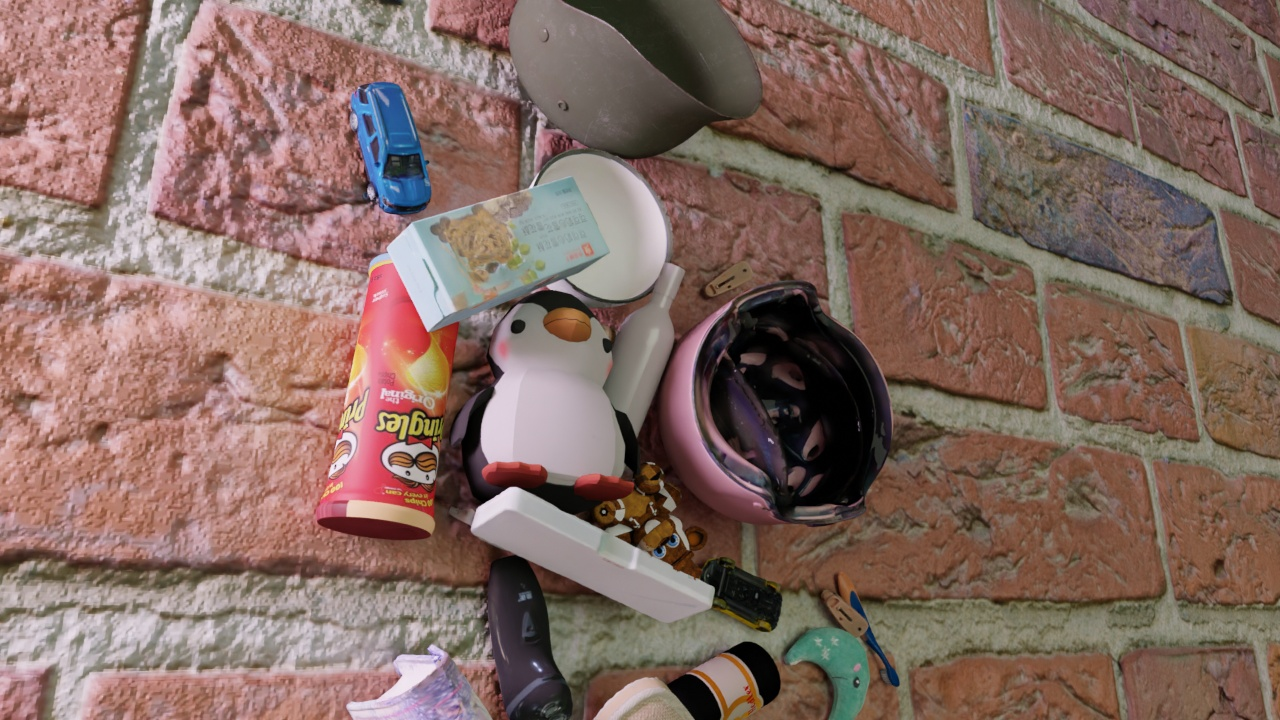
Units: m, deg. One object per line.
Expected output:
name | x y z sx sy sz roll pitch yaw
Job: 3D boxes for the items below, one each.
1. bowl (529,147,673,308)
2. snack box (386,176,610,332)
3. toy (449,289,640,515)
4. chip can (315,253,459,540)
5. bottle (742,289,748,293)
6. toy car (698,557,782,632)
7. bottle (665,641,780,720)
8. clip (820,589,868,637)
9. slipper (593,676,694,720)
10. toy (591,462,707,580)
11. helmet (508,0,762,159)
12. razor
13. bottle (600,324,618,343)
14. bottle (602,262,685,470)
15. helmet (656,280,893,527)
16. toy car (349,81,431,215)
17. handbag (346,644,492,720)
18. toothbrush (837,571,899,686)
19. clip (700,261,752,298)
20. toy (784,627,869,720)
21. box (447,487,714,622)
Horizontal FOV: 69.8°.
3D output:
bowl | -0.051 -0.117 0.873 0.153 0.073 0.153 11 70 -32
snack box | -0.110 -0.089 0.739 0.174 0.053 0.075 -27 92 -41
toy | -0.081 0.033 0.773 0.159 0.140 0.183 12 62 -22
chip can | -0.191 0.028 0.723 0.087 0.087 0.213 17 65 -29
bottle | 0.153 -0.017 1.000 0.041 0.042 0.141 -43 101 -36
toy car | 0.097 0.227 0.891 0.107 0.030 0.049 33 60 -24
bottle | 0.042 0.310 0.809 0.181 0.059 0.059 -16 84 -37
clip | 0.213 0.264 0.956 0.026 0.049 0.061 -40 67 -2
slipper | 0.054 0.366 0.760 0.115 0.052 0.263 -40 114 -12
toy | 0.012 0.157 0.836 0.087 0.067 0.112 -37 85 -12
helmet | -0.031 -0.295 0.888 0.268 0.154 0.226 43 38 -15
razor | -0.091 0.227 0.741 0.052 0.064 0.140 -4 74 -37
bottle | -0.036 -0.014 0.869 0.111 0.043 0.043 27 62 -26
bottle | -0.005 0.005 0.834 0.052 0.052 0.195 24 86 -27
helmet | 0.123 0.054 0.888 0.254 0.153 0.230 -13 80 -38
toy car | -0.217 -0.186 0.799 0.056 0.044 0.120 -12 82 -37
handbag | -0.127 0.286 0.659 0.069 0.127 0.158 -36 95 -39
toothbrush | 0.241 0.288 0.983 0.021 0.017 0.135 -25 88 -41
clip | 0.092 -0.086 0.985 0.026 0.061 0.049 64 26 -1
toy | 0.197 0.318 0.932 0.084 0.033 0.105 -30 94 -26
box | -0.051 0.163 0.743 0.197 0.136 0.044 32 61 -22
